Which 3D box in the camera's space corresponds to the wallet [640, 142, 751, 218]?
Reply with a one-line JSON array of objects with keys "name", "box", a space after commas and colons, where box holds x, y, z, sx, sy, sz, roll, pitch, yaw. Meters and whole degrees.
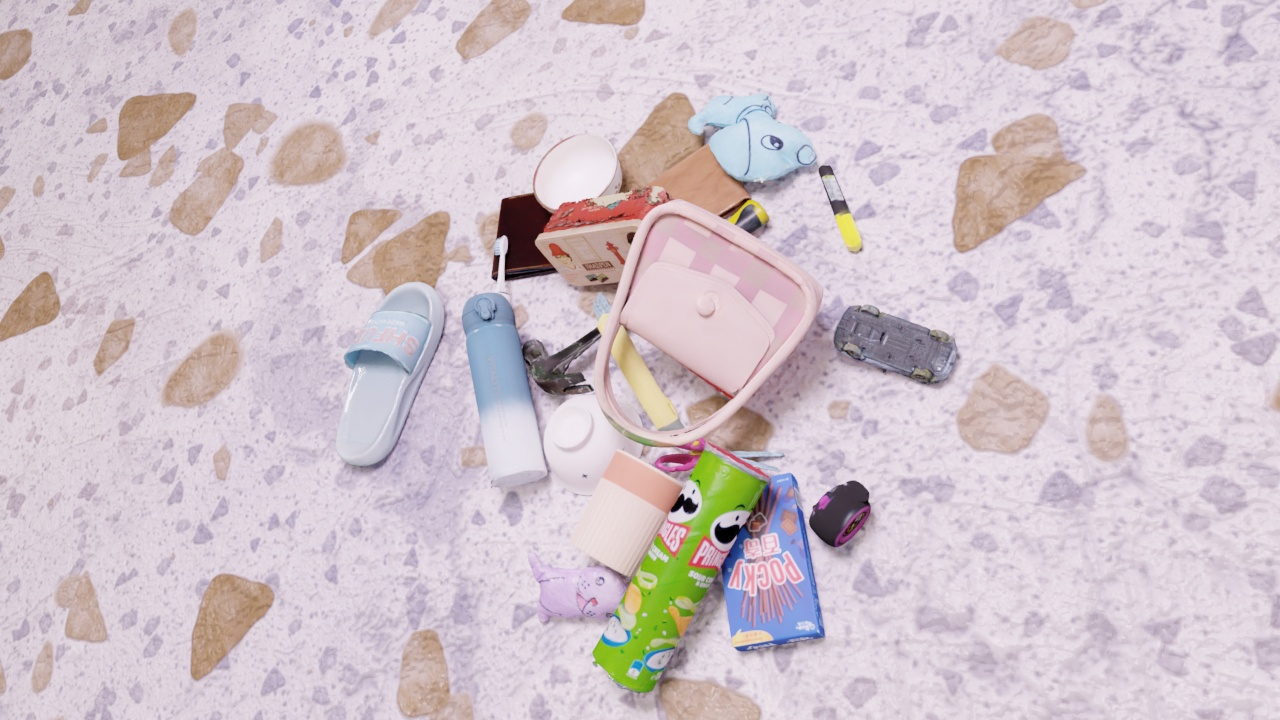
[{"name": "wallet", "box": [0.063, -0.198, 1.094, 0.115, 0.020, 0.101, -29, 57, 12]}]

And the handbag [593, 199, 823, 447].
[{"name": "handbag", "box": [0.048, -0.023, 0.912, 0.193, 0.093, 0.234, 33, 93, 11]}]

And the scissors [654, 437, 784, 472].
[{"name": "scissors", "box": [0.077, 0.101, 0.926, 0.137, 0.017, 0.096, 12, 29, 30]}]

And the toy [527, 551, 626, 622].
[{"name": "toy", "box": [-0.061, 0.232, 0.930, 0.108, 0.038, 0.084, -1, 111, 23]}]

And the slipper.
[{"name": "slipper", "box": [-0.326, 0.010, 1.145, 0.104, 0.074, 0.245, 6, 71, 28]}]

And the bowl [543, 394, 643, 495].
[{"name": "bowl", "box": [-0.062, 0.081, 0.995, 0.118, 0.065, 0.118, -10, 63, 20]}]

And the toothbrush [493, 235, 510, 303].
[{"name": "toothbrush", "box": [-0.172, -0.051, 1.116, 0.026, 0.026, 0.220, -11, 69, 28]}]

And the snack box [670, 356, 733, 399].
[{"name": "snack box", "box": [0.087, -0.035, 0.968, 0.127, 0.044, 0.113, 36, 85, 12]}]

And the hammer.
[{"name": "hammer", "box": [0.010, -0.072, 1.038, 0.323, 0.032, 0.126, -37, 36, 1]}]

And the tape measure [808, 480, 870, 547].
[{"name": "tape measure", "box": [0.185, 0.143, 0.856, 0.057, 0.057, 0.039, -39, 59, -16]}]

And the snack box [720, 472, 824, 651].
[{"name": "snack box", "box": [0.120, 0.192, 0.881, 0.085, 0.026, 0.157, -16, 61, 19]}]

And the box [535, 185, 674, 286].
[{"name": "box", "box": [-0.028, -0.146, 1.047, 0.169, 0.091, 0.079, -2, 51, 40]}]

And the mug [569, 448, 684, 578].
[{"name": "mug", "box": [0.000, 0.163, 0.927, 0.114, 0.082, 0.105, 29, 82, 2]}]

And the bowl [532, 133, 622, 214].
[{"name": "bowl", "box": [-0.070, -0.219, 1.139, 0.114, 0.062, 0.113, -9, 65, 20]}]

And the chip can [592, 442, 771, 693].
[{"name": "chip can", "box": [0.038, 0.196, 0.868, 0.072, 0.072, 0.236, 30, 92, 32]}]

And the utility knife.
[{"name": "utility knife", "box": [-0.006, 0.006, 0.981, 0.031, 0.019, 0.173, -30, 97, -4]}]

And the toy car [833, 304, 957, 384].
[{"name": "toy car", "box": [0.252, -0.015, 0.912, 0.121, 0.037, 0.054, 21, 76, 21]}]

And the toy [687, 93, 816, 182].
[{"name": "toy", "box": [0.129, -0.259, 1.071, 0.161, 0.050, 0.156, 6, 57, 16]}]

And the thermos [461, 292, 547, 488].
[{"name": "thermos", "box": [-0.158, 0.031, 1.038, 0.070, 0.070, 0.220, -19, 72, 16]}]

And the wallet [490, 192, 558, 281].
[{"name": "wallet", "box": [-0.142, -0.162, 1.172, 0.096, 0.020, 0.122, -6, 64, 19]}]

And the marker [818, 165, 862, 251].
[{"name": "marker", "box": [0.219, -0.170, 1.012, 0.018, 0.015, 0.124, -21, 57, 14]}]
